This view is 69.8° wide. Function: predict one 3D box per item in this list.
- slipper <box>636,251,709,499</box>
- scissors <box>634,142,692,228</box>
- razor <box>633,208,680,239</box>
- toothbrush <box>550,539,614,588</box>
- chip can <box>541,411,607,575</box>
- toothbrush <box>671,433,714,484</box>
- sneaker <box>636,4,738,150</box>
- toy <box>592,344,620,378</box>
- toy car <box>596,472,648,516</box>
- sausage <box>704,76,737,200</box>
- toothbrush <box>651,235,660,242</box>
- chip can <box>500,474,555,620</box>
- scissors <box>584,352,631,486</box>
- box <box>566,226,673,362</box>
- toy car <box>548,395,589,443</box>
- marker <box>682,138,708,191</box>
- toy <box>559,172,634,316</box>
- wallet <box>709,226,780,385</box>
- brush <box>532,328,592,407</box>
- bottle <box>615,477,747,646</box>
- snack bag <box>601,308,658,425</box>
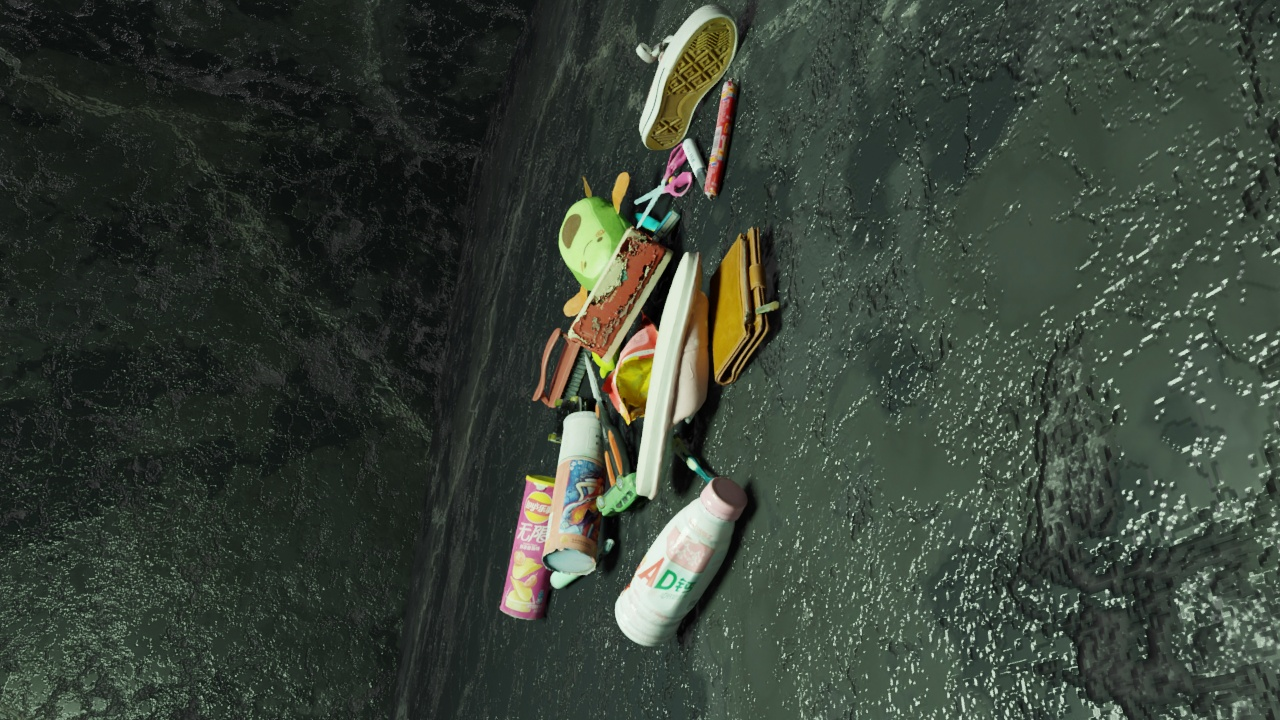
[{"bbox_3d":[0.043,0.018,1.000,0.114,0.054,0.274,-162,83,-84],"label":"slipper"},{"bbox_3d":[0.032,-0.240,1.239,0.134,0.017,0.125,-14,59,54],"label":"scissors"},{"bbox_3d":[0.019,-0.190,1.262,0.043,0.028,0.132,-55,24,0],"label":"razor"},{"bbox_3d":[-0.078,0.276,1.249,0.225,0.026,0.027,-48,16,56],"label":"toothbrush"},{"bbox_3d":[-0.081,0.173,1.213,0.071,0.071,0.214,123,160,-47],"label":"chip can"},{"bbox_3d":[0.058,0.108,0.978,0.191,0.018,0.016,-138,62,-72],"label":"toothbrush"},{"bbox_3d":[0.048,-0.378,1.189,0.242,0.118,0.087,124,132,-59],"label":"sneaker"},{"bbox_3d":[-0.051,-0.023,1.357,0.100,0.031,0.096,-168,88,-71],"label":"toy"},{"bbox_3d":[-0.017,0.164,1.113,0.091,0.043,0.036,-46,58,44],"label":"toy car"},{"bbox_3d":[0.097,-0.266,1.096,0.020,0.020,0.155,174,107,-71],"label":"sausage"},{"bbox_3d":[-0.007,-0.151,1.338,0.181,0.018,0.015,152,128,-64],"label":"toothbrush"},{"bbox_3d":[-0.161,0.287,1.418,0.071,0.071,0.210,-172,94,-72],"label":"chip can"},{"bbox_3d":[-0.042,0.067,1.205,0.137,0.021,0.234,121,139,-66],"label":"scissors"},{"bbox_3d":[-0.036,-0.090,1.194,0.168,0.079,0.091,-60,8,2],"label":"box"},{"bbox_3d":[-0.107,0.094,1.427,0.158,0.042,0.070,163,117,-70],"label":"toy car"},{"bbox_3d":[0.074,-0.249,1.160,0.023,0.018,0.130,-41,33,20],"label":"marker"},{"bbox_3d":[-0.064,-0.169,1.338,0.246,0.090,0.227,50,125,55],"label":"toy"},{"bbox_3d":[0.099,-0.060,0.930,0.119,0.035,0.130,124,152,-52],"label":"wallet"},{"bbox_3d":[-0.129,0.015,1.501,0.063,0.069,0.146,-106,33,-57],"label":"brush"},{"bbox_3d":[0.042,0.195,0.893,0.197,0.068,0.068,-61,24,30],"label":"bottle"},{"bbox_3d":[-0.007,0.007,1.166,0.208,0.073,0.129,-124,55,-76],"label":"snack bag"}]
